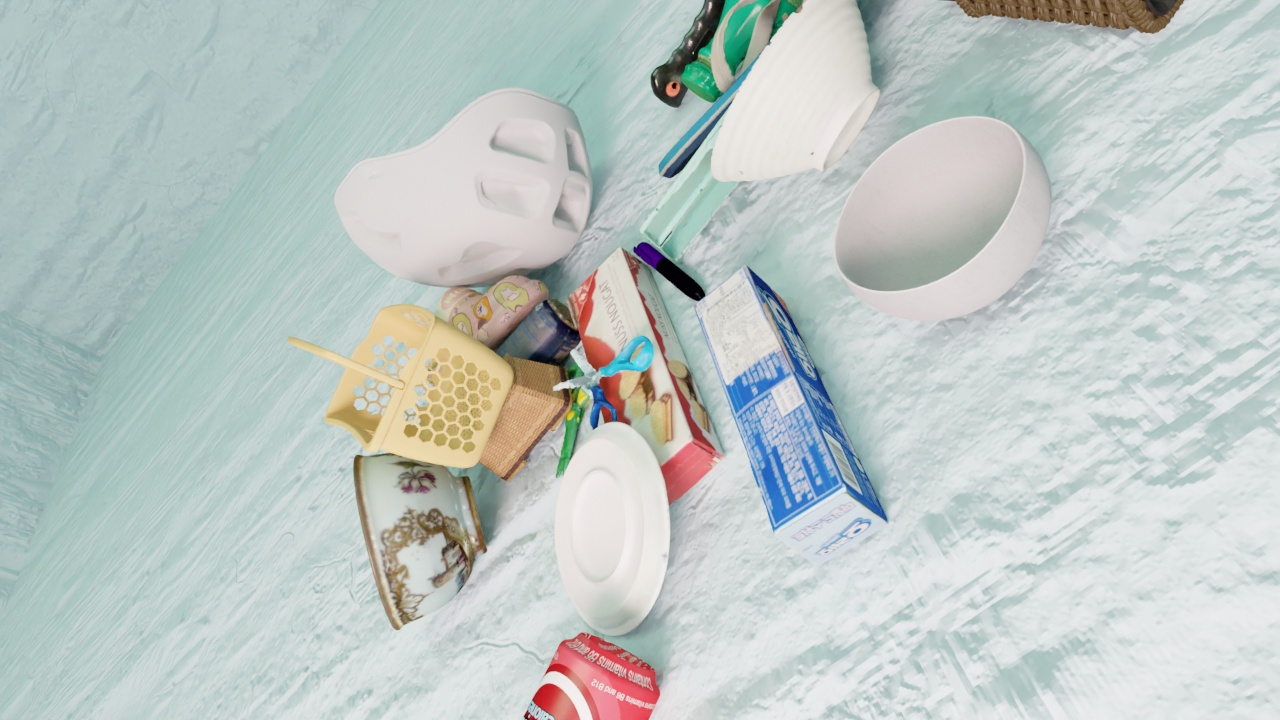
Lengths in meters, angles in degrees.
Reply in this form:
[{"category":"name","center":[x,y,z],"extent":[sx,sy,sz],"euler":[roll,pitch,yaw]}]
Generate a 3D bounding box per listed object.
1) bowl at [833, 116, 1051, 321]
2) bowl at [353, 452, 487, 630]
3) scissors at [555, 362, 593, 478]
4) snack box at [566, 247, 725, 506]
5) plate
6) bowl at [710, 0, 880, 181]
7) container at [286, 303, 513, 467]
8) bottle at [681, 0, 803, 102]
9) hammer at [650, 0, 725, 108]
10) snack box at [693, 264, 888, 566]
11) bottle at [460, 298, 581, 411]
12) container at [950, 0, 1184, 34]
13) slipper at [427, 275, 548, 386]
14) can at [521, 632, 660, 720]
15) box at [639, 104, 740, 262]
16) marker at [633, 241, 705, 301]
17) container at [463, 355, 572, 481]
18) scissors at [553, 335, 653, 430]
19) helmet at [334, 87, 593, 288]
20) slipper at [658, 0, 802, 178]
[{"category":"bowl","center":[0.195,-0.082,0.581],"extent":[0.132,0.064,0.131],"euler":[-31,41,32]},{"category":"bowl","center":[-0.192,0.151,0.826],"extent":[0.094,0.160,0.159],"euler":[-14,36,-11]},{"category":"scissors","center":[-0.055,0.049,0.833],"extent":[0.071,0.014,0.130],"euler":[-28,42,37]},{"category":"snack box","center":[-0.005,0.005,0.776],"extent":[0.077,0.044,0.272],"euler":[-43,36,20]},{"category":"plate","center":[-0.027,0.123,0.682],"extent":[0.157,0.014,0.157],"euler":[-15,72,55]},{"category":"bowl","center":[0.136,-0.198,0.717],"extent":[0.071,0.177,0.177],"euler":[38,95,13]},{"category":"container","center":[-0.224,0.012,0.817],"extent":[0.184,0.167,0.129],"euler":[10,76,60]},{"category":"bottle","center":[0.118,-0.347,0.890],"extent":[0.210,0.068,0.068],"euler":[-53,34,6]},{"category":"hammer","center":[0.110,-0.408,0.926],"extent":[0.334,0.133,0.033],"euler":[-55,34,17]},{"category":"snack box","center":[0.095,0.028,0.623],"extent":[0.060,0.059,0.226],"euler":[-38,39,20]},{"category":"bottle","center":[-0.123,0.011,0.907],"extent":[0.161,0.056,0.056],"euler":[-47,35,14]},{"category":"container","center":[0.218,-0.379,0.585],"extent":[0.176,0.321,0.205],"euler":[-56,28,1]},{"category":"slipper","center":[-0.175,-0.042,0.969],"extent":[0.198,0.081,0.093],"euler":[-36,2,44]},{"category":"can","center":[-0.046,0.255,0.596],"extent":[0.074,0.074,0.142],"euler":[13,73,54]},{"category":"box","center":[0.068,-0.171,0.771],"extent":[0.033,0.136,0.187],"euler":[39,95,17]},{"category":"marker","center":[0.025,-0.081,0.832],"extent":[0.134,0.018,0.015],"euler":[-132,46,-55]},{"category":"container","center":[-0.122,0.050,0.858],"extent":[0.114,0.061,0.063],"euler":[-49,32,24]},{"category":"scissors","center":[-0.042,0.025,0.755],"extent":[0.134,0.015,0.103],"euler":[-10,57,48]},{"category":"helmet","center":[-0.189,-0.170,0.983],"extent":[0.283,0.224,0.183],"euler":[-3,83,20]},{"category":"slipper","center":[0.108,-0.284,0.821],"extent":[0.296,0.060,0.118],"euler":[-44,-3,23]}]
